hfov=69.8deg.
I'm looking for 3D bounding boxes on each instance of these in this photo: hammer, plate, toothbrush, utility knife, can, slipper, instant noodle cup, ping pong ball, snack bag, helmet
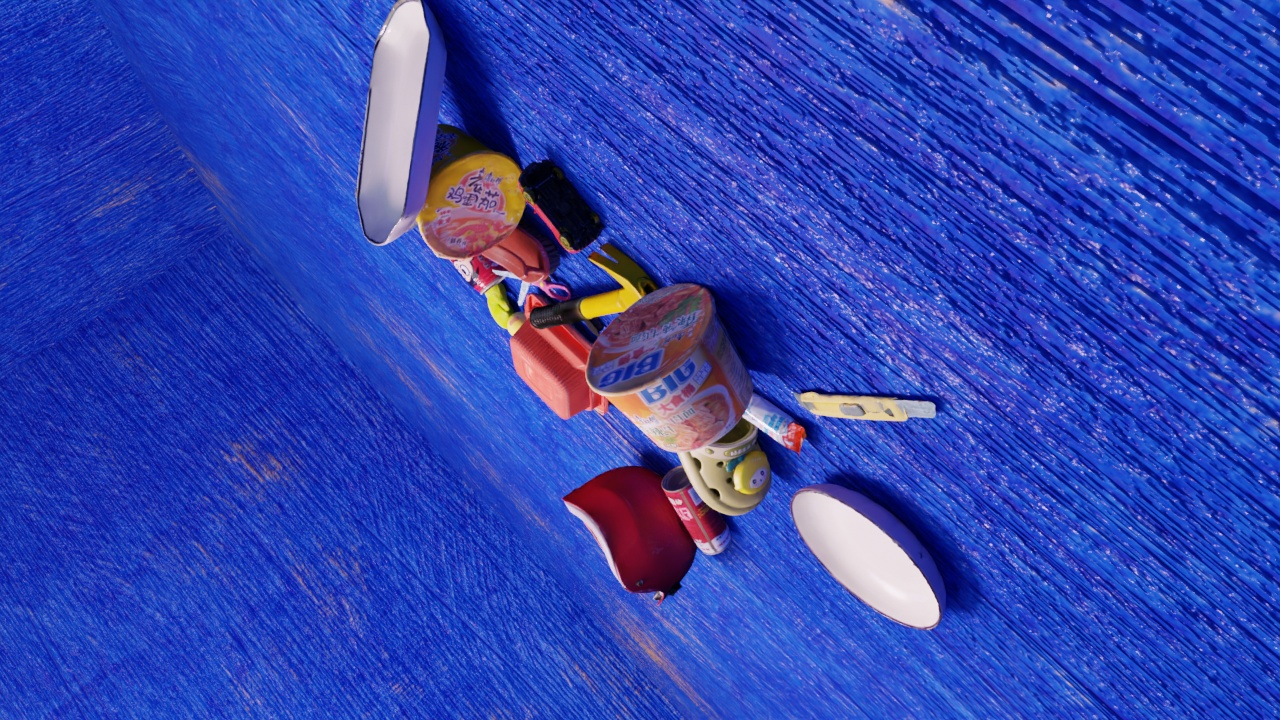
[{"bbox_3d":[-0.062,-0.065,1.106,0.129,0.032,0.301,57,154,-15],"label":"hammer"},{"bbox_3d":[-0.259,-0.257,1.003,0.162,0.034,0.266,22,105,53],"label":"plate"},{"bbox_3d":[-0.007,0.007,1.181,0.189,0.016,0.014,46,151,2],"label":"toothbrush"},{"bbox_3d":[0.198,0.039,0.817,0.031,0.020,0.190,49,156,-17],"label":"utility knife"},{"bbox_3d":[-0.228,-0.146,1.282,0.094,0.066,0.067,51,160,-7],"label":"can"},{"bbox_3d":[0.090,0.092,1.024,0.190,0.091,0.082,57,156,-14],"label":"slipper"},{"bbox_3d":[0.081,0.213,1.300,0.053,0.053,0.133,19,144,54],"label":"can"},{"bbox_3d":[-0.220,-0.206,1.077,0.110,0.138,0.138,45,161,35],"label":"instant noodle cup"},{"bbox_3d":[0.036,0.013,0.923,0.151,0.151,0.111,19,152,55],"label":"instant noodle cup"},{"bbox_3d":[-0.181,-0.053,1.386,0.040,0.040,0.040,42,159,20],"label":"ping pong ball"},{"bbox_3d":[-0.119,0.007,1.314,0.164,0.079,0.189,43,160,18],"label":"instant noodle cup"},{"bbox_3d":[0.134,0.061,0.962,0.104,0.026,0.048,37,145,30],"label":"snack bag"},{"bbox_3d":[0.010,0.252,1.396,0.207,0.144,0.240,49,180,31],"label":"helmet"},{"bbox_3d":[0.243,0.198,0.962,0.192,0.039,0.193,41,158,20],"label":"plate"}]

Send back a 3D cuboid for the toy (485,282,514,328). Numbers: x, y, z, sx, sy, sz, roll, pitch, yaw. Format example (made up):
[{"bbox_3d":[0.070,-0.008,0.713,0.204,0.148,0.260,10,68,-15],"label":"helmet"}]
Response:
[{"bbox_3d":[-0.217,-0.085,1.416,0.097,0.031,0.100,37,153,54],"label":"toy"}]

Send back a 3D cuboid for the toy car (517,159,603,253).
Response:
[{"bbox_3d":[-0.088,-0.166,0.985,0.106,0.049,0.031,51,158,-7],"label":"toy car"}]

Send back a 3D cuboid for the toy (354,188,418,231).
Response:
[{"bbox_3d":[-0.360,-0.255,1.332,0.138,0.091,0.357,64,156,-5],"label":"toy"}]

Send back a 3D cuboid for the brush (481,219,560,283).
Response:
[{"bbox_3d":[-0.165,-0.142,1.136,0.146,0.069,0.063,37,126,29],"label":"brush"}]

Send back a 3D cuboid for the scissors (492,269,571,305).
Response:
[{"bbox_3d":[-0.149,-0.115,1.211,0.133,0.017,0.130,14,137,32],"label":"scissors"}]
